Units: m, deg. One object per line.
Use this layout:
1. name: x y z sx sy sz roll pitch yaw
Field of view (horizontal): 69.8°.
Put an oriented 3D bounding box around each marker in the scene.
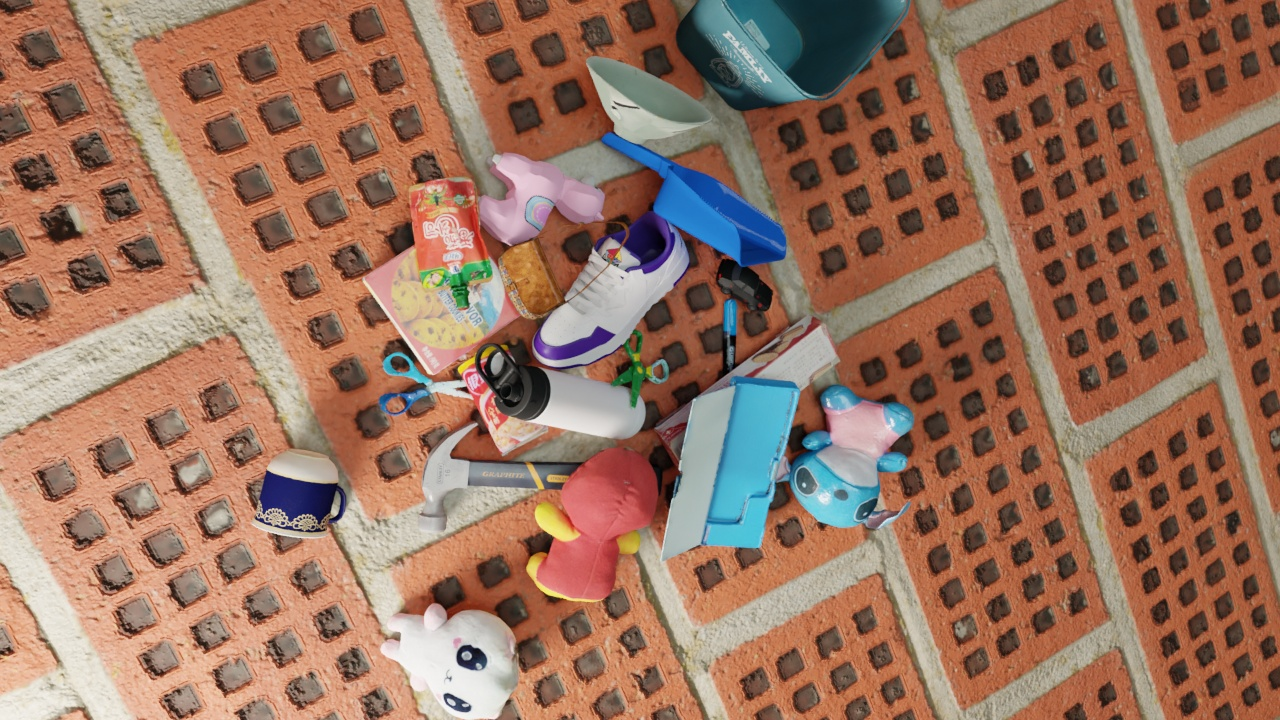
1. marker: 0.122 -0.022 1.250 0.018 0.015 0.123 -2 97 -20

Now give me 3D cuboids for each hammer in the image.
1. hammer: -0.122 0.155 1.183 0.312 0.035 0.139 5 91 -17

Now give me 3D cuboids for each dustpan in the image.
1. dustpan: 0.056 -0.206 1.148 0.258 0.245 0.060 30 107 15

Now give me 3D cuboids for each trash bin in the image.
1. trash bin: 0.167 -0.420 1.123 0.196 0.219 0.199 44 81 -15

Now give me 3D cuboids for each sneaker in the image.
1. sneaker: -0.039 -0.092 1.132 0.244 0.111 0.092 -43 64 -13

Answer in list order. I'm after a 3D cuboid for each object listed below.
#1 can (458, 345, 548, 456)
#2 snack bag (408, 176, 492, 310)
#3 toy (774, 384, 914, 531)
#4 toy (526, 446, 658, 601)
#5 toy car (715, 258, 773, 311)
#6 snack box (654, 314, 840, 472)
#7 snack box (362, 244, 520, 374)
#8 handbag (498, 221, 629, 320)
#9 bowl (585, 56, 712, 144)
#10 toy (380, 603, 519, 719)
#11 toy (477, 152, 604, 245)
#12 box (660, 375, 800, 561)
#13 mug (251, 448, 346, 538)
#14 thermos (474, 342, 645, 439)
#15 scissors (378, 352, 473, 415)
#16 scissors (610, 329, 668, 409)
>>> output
1. can: -0.168 0.048 1.126 0.066 0.067 0.124 -27 85 -13
2. snack bag: -0.222 -0.136 1.082 0.087 0.044 0.155 -8 97 2
3. toy: 0.275 0.130 1.270 0.224 0.099 0.191 21 86 10
4. toy: -0.052 0.205 1.147 0.147 0.098 0.217 12 113 -33
5. toy car: 0.143 -0.101 1.231 0.091 0.036 0.042 30 59 -17
6. snack box: 0.146 0.044 1.242 0.272 0.044 0.077 -36 123 -10
7. snack box: -0.237 -0.080 1.120 0.144 0.040 0.142 -37 102 -15
8. handbag: -0.089 -0.112 1.061 0.043 0.196 0.093 -29 97 -50
9. bowl: -0.002 -0.306 1.133 0.174 0.174 0.068 19 120 -17
10. toy: -0.234 0.366 1.140 0.179 0.101 0.139 18 102 2
11. toy: -0.125 -0.194 1.136 0.157 0.067 0.123 24 89 -21
12. box: 0.105 0.139 1.200 0.175 0.060 0.244 -3 115 -30
13. mug: -0.391 0.154 1.082 0.111 0.086 0.089 16 87 -53
14. thermos: -0.092 0.040 1.116 0.069 0.101 0.229 -49 146 18
15. scissors: -0.260 0.043 1.144 0.135 0.016 0.083 15 86 -22
16. scissors: 0.002 0.020 1.182 0.108 0.012 0.131 35 43 -30
